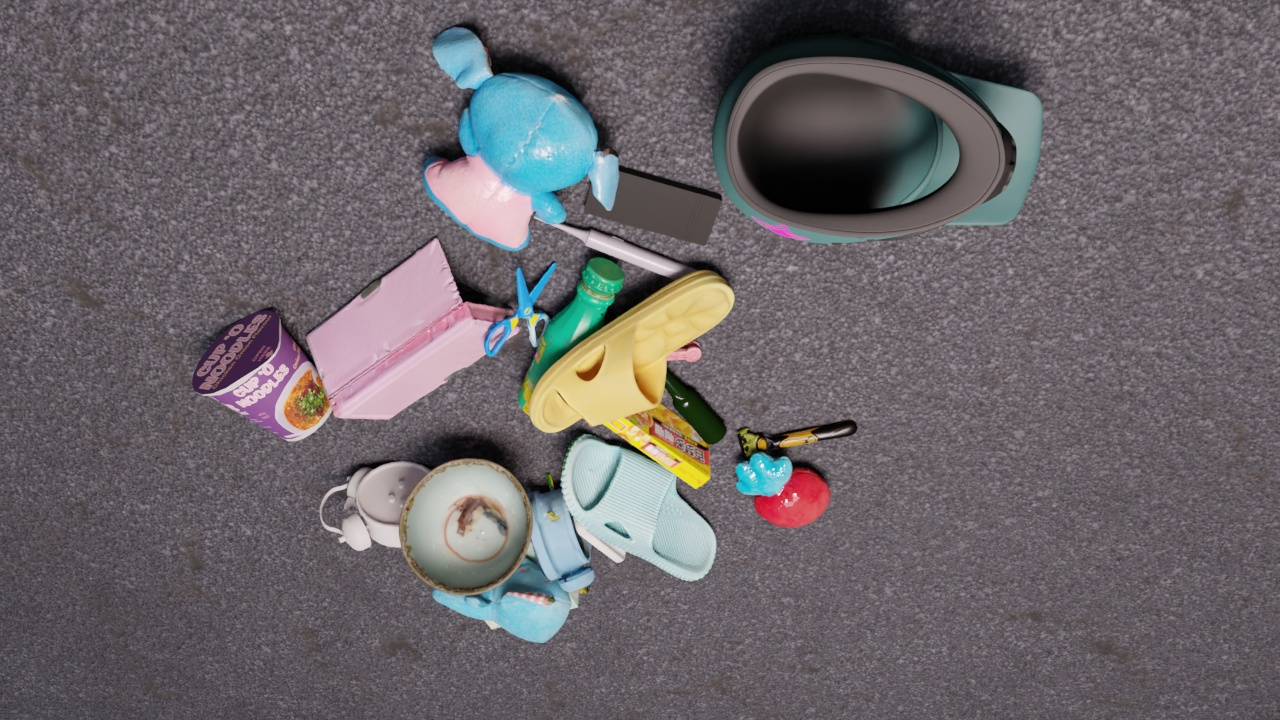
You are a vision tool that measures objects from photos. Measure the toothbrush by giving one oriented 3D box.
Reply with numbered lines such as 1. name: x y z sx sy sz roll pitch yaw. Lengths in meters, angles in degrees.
1. toothbrush: -0.025 -0.120 0.976 0.188 0.018 0.019 20 120 -11

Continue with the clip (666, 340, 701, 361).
1. clip: 0.040 -0.009 1.047 0.060 0.045 0.023 17 132 9

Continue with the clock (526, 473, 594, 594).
1. clock: -0.102 0.235 1.196 0.060 0.118 0.162 -18 119 3

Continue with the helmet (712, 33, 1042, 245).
1. helmet: 0.202 -0.185 0.792 0.275 0.199 0.176 11 108 16

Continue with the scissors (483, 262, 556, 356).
1. scissors: -0.123 -0.053 1.012 0.125 0.016 0.123 -55 153 6

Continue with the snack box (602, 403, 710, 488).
1. snack box: 0.021 0.085 1.094 0.152 0.075 0.025 37 120 -22

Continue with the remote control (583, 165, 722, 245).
1. remote control: 0.013 -0.161 0.944 0.133 0.013 0.058 15 127 -7

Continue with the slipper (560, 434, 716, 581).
1. slipper: 0.011 0.193 1.157 0.276 0.115 0.070 38 154 -27

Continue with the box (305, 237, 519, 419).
1. box: -0.266 -0.032 1.059 0.233 0.115 0.106 -32 160 26

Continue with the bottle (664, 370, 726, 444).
1. bottle: 0.057 0.051 1.092 0.033 0.033 0.123 -29 120 24

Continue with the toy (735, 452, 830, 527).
1. toy: 0.176 0.160 1.149 0.133 0.062 0.092 40 113 -19

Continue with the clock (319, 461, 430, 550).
1. clock: -0.330 0.185 1.178 0.159 0.119 0.061 0 133 -9

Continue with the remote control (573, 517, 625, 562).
1. remote control: -0.051 0.222 1.197 0.022 0.050 0.133 -23 145 11

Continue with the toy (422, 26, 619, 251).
1. toy: -0.132 -0.199 0.881 0.224 0.098 0.192 40 128 -15

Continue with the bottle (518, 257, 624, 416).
1. bottle: -0.075 -0.021 1.025 0.068 0.068 0.210 20 126 -11

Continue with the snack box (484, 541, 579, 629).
1. snack box: -0.190 0.291 1.290 0.142 0.044 0.194 -18 123 15

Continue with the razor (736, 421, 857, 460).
1. razor: 0.193 0.093 1.123 0.144 0.021 0.044 -11 126 10

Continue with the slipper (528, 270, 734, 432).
1. slipper: -0.006 0.006 0.985 0.263 0.078 0.099 -36 144 7

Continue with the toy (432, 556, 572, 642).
1. toy: -0.179 0.305 1.214 0.180 0.114 0.183 10 165 1

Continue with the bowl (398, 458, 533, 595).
1. bowl: -0.206 0.204 1.124 0.160 0.159 0.094 4 168 1

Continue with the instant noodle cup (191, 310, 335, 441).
1. instant noodle cup: -0.423 0.028 1.067 0.137 0.121 0.122 3 144 37
